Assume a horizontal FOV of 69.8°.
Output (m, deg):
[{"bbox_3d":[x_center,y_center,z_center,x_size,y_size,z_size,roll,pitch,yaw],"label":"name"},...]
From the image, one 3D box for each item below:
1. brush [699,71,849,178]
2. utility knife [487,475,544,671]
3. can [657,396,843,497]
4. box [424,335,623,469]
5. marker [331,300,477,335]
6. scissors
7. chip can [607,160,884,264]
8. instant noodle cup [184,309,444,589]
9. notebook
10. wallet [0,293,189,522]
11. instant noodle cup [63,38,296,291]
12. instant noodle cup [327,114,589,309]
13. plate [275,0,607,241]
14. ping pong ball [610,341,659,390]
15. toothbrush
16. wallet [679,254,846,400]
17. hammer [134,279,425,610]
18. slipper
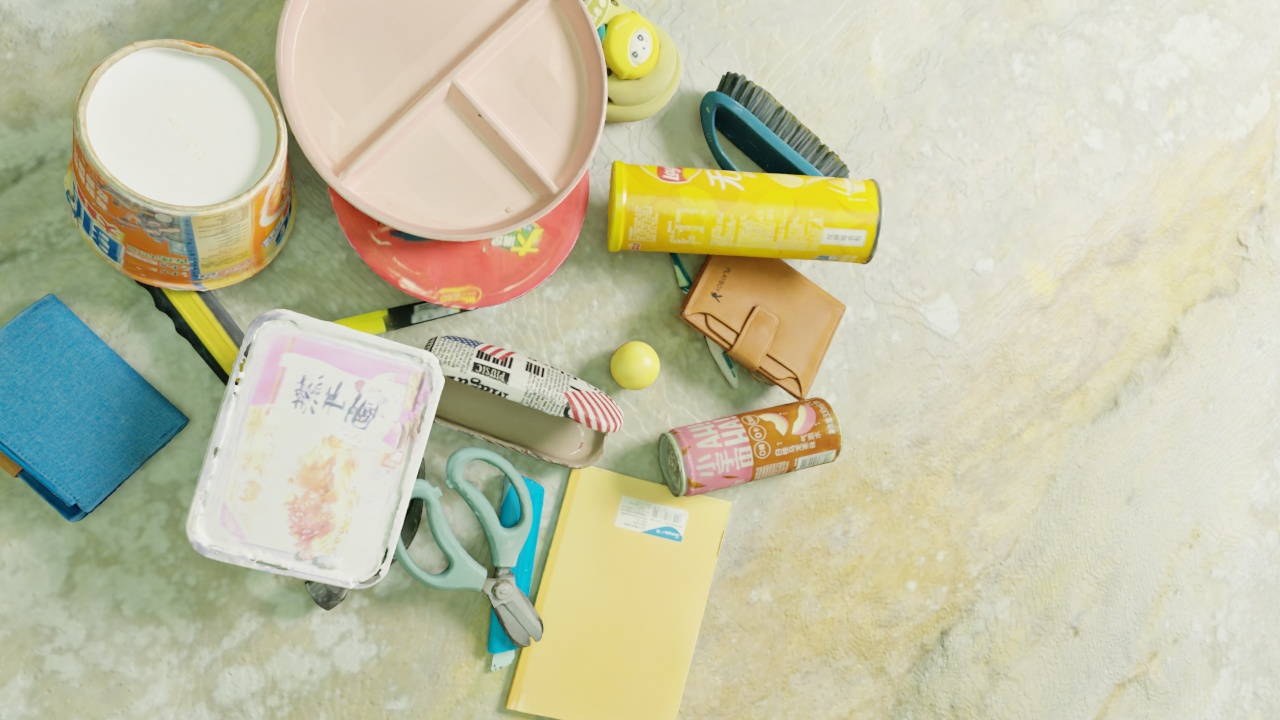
[{"bbox_3d":[0.107,-0.174,0.776,0.144,0.055,0.073,37,83,-12],"label":"brush"},{"bbox_3d":[-0.102,0.170,0.736,0.034,0.018,0.159,8,89,-14],"label":"utility knife"},{"bbox_3d":[0.092,0.072,0.767,0.147,0.058,0.058,-11,92,-15],"label":"can"},{"bbox_3d":[-0.091,0.026,0.706,0.163,0.088,0.076,22,68,-11],"label":"box"},{"bbox_3d":[-0.184,-0.035,0.720,0.124,0.015,0.018,-15,94,-17],"label":"marker"},{"bbox_3d":[-0.106,0.141,0.715,0.185,0.019,0.129,45,77,-20],"label":"scissors"},{"bbox_3d":[0.081,-0.117,0.732,0.213,0.072,0.072,3,88,-4],"label":"chip can"},{"bbox_3d":[-0.226,0.062,0.650,0.138,0.060,0.173,17,84,-13],"label":"instant noodle cup"},{"bbox_3d":[-0.015,0.201,0.761,0.146,0.010,0.206,16,85,-14],"label":"notebook"},{"bbox_3d":[-0.408,0.035,0.648,0.133,0.040,0.106,46,70,-9],"label":"wallet"},{"bbox_3d":[-0.307,-0.134,0.620,0.151,0.112,0.151,7,73,-24],"label":"instant noodle cup"},{"bbox_3d":[-0.138,-0.136,0.700,0.193,0.066,0.194,-1,94,-20],"label":"instant noodle cup"},{"bbox_3d":[-0.135,-0.198,0.648,0.229,0.028,0.229,-1,93,-21],"label":"plate"},{"bbox_3d":[-0.004,0.004,0.752,0.040,0.040,0.040,0,89,-15],"label":"ping pong ball"},{"bbox_3d":[0.038,-0.059,0.777,0.018,0.016,0.191,-27,95,-4],"label":"toothbrush"},{"bbox_3d":[0.103,-0.041,0.776,0.132,0.031,0.107,34,64,-11],"label":"wallet"},{"bbox_3d":[-0.281,0.024,0.684,0.126,0.032,0.323,-37,98,-12],"label":"hammer"},{"bbox_3d":[-0.053,-0.260,0.724,0.190,0.082,0.091,25,85,-10],"label":"slipper"}]
